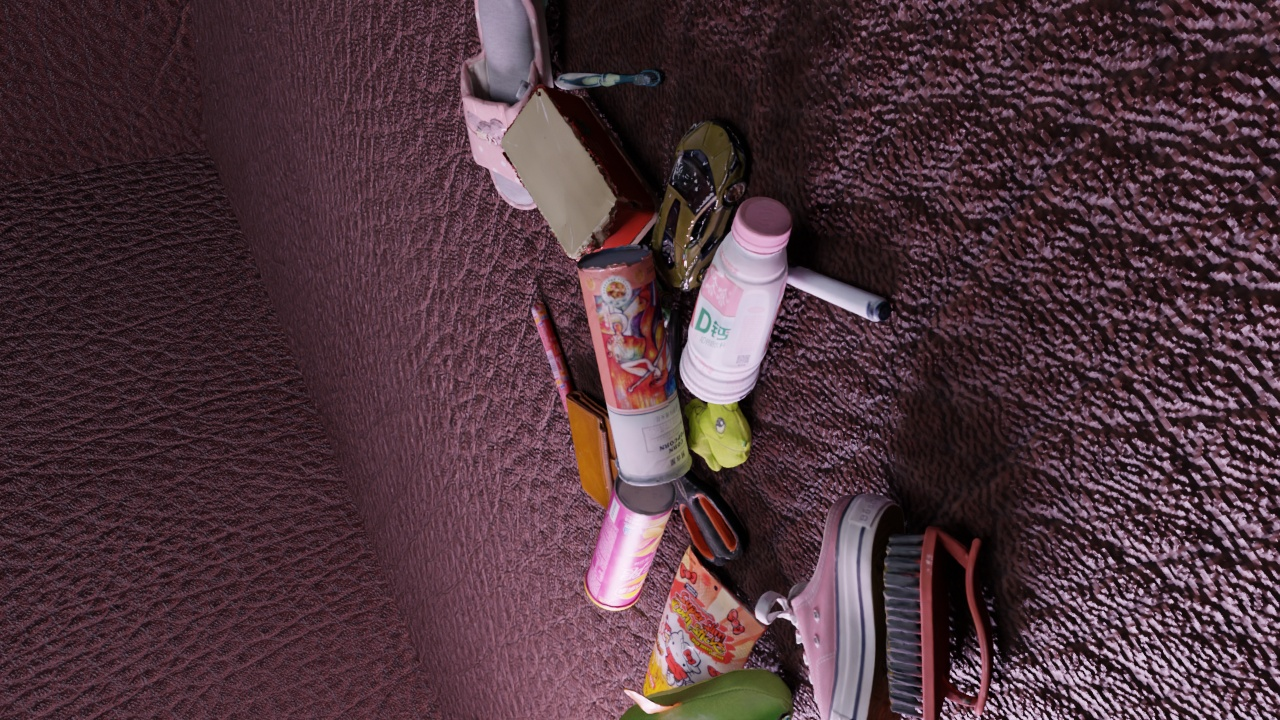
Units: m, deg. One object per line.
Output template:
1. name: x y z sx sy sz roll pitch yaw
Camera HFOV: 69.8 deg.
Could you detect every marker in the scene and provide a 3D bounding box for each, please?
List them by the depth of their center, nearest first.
1. marker: 0.133 -0.057 0.681 0.022 0.018 0.131 44 172 -39

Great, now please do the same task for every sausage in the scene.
1. sausage: -0.105 -0.003 1.133 0.020 0.020 0.156 -18 91 62

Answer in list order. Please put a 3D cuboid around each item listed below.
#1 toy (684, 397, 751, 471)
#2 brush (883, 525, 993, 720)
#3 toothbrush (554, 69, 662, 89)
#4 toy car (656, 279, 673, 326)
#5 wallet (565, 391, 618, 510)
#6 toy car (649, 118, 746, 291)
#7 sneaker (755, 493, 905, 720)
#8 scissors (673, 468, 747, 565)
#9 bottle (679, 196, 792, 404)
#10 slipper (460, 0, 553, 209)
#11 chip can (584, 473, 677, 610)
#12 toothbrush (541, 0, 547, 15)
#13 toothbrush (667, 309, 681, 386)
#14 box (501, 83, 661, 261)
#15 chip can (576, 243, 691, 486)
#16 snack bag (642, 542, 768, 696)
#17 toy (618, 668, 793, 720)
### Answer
1. toy: 0.073 0.067 0.850 0.100 0.031 0.097 31 136 55
2. brush: 0.213 0.185 0.652 0.069 0.063 0.146 2 110 28
3. toothbrush: -0.038 -0.262 0.859 0.192 0.018 0.016 23 126 54
4. toy car: -0.002 -0.069 0.897 0.091 0.036 0.043 54 146 22
5. wallet: -0.048 0.113 1.087 0.119 0.035 0.131 26 130 53
6. toy car: 0.046 -0.129 0.772 0.070 0.042 0.158 52 144 31
7. sneaker: 0.155 0.212 0.718 0.088 0.118 0.241 9 110 39
8. scissors: 0.027 0.111 0.942 0.235 0.021 0.137 48 147 25
9. bottle: 0.077 -0.043 0.715 0.068 0.068 0.197 56 155 27
10. slipper: -0.141 -0.269 0.957 0.114 0.054 0.275 32 142 23
11. chip can: -0.013 0.204 1.043 0.071 0.071 0.211 53 147 30
12. toothbrush: -0.125 -0.311 0.976 0.027 0.026 0.225 38 143 12
13. toothbrush: 0.034 0.029 0.913 0.018 0.015 0.181 32 134 41
14. box: -0.066 -0.175 0.869 0.092 0.079 0.168 -47 62 31
15. chip can: -0.005 0.005 0.843 0.071 0.071 0.215 21 128 55
16. snack bag: 0.064 0.307 0.993 0.128 0.073 0.208 48 137 38
17. toy: 0.054 0.374 0.930 0.247 0.227 0.089 -30 45 28
